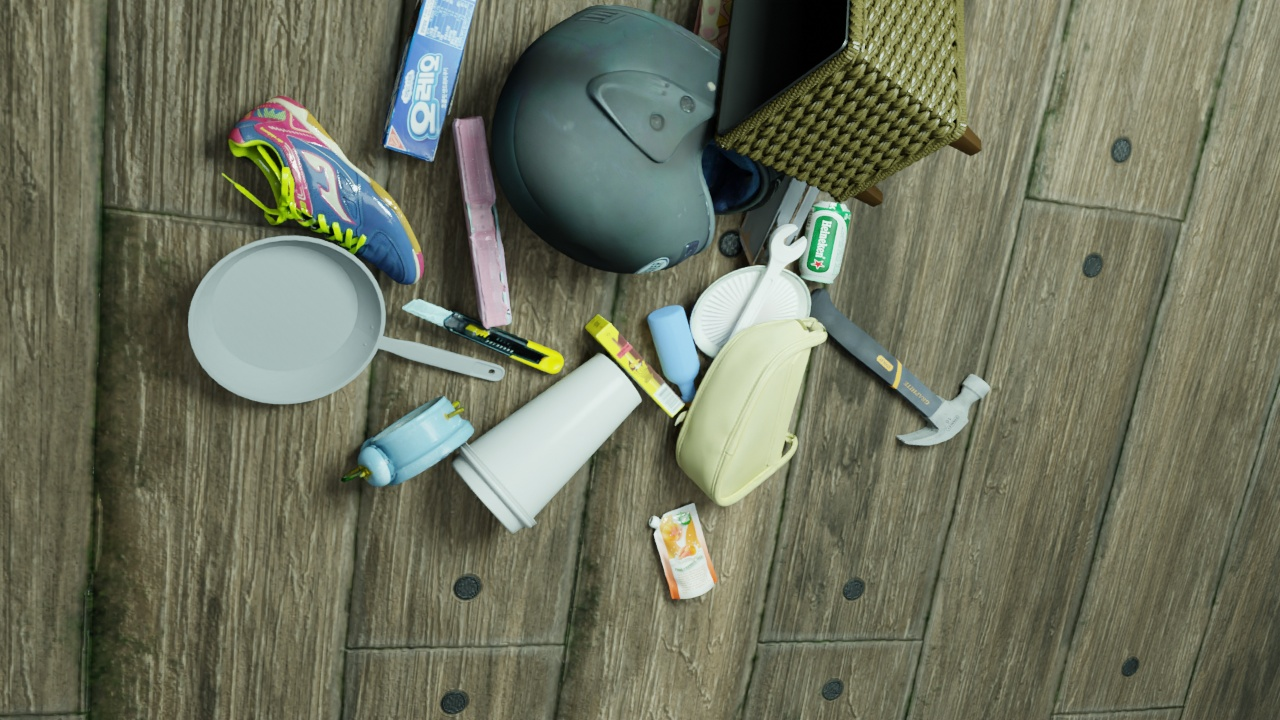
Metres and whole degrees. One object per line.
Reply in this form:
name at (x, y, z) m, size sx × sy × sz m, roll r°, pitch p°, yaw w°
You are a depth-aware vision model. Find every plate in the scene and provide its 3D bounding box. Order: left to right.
plate at (0.139, -0.059, 1.167) m, size 0.157 × 0.014 × 0.157 m, roll -6°, pitch 132°, yaw -7°

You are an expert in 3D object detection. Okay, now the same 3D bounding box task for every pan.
pan at (-0.320, -0.029, 1.044) m, size 0.356 × 0.051 × 0.201 m, roll 14°, pitch 111°, yaw -35°

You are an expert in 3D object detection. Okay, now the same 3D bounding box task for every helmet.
helmet at (-0.008, -0.209, 0.985) m, size 0.316 × 0.250 × 0.235 m, roll 28°, pitch 72°, yaw -16°

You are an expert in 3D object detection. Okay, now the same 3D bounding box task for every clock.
clock at (-0.270, 0.101, 1.063) m, size 0.162 × 0.118 × 0.060 m, roll -33°, pitch 99°, yaw -14°

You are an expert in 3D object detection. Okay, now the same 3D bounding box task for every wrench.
wrench at (0.132, -0.050, 1.147) m, size 0.047 × 0.009 × 0.274 m, roll 11°, pitch 123°, yaw -24°

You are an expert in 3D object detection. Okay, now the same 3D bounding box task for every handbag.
handbag at (0.142, 0.058, 1.171) m, size 0.190 × 0.088 × 0.233 m, roll -16°, pitch 128°, yaw -40°

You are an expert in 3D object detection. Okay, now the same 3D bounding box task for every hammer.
hammer at (0.342, 0.003, 1.267) m, size 0.312 × 0.035 × 0.139 m, roll 38°, pitch 93°, yaw -21°

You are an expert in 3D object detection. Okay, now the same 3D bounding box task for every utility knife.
utility knife at (-0.182, -0.029, 1.084) m, size 0.213 × 0.020 × 0.029 m, roll 23°, pitch 96°, yaw -32°

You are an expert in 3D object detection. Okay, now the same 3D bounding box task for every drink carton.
drink carton at (0.058, 0.259, 1.249) m, size 0.069 × 0.039 × 0.122 m, roll -19°, pitch 102°, yaw -12°

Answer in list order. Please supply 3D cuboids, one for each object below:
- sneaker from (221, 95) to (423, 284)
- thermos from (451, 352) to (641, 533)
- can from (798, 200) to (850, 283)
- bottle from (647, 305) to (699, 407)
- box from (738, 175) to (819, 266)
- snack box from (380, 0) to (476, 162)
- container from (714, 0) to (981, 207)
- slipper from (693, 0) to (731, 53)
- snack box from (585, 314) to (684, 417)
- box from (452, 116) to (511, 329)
sneaker at (-0.339, -0.162, 0.988) m, size 0.242 × 0.116 × 0.090 m, roll 49°, pitch 58°, yaw -18°
thermos at (-0.108, 0.093, 1.111) m, size 0.221 × 0.131 × 0.131 m, roll -41°, pitch 112°, yaw -12°
can at (0.237, -0.153, 1.183) m, size 0.053 × 0.053 × 0.101 m, roll 6°, pitch 102°, yaw -18°
bottle at (0.049, -0.002, 1.167) m, size 0.048 × 0.048 × 0.131 m, roll -21°, pitch 109°, yaw -11°
box at (0.178, -0.208, 1.089) m, size 0.062 × 0.081 × 0.217 m, roll 5°, pitch 136°, yaw -15°
snack box at (-0.225, -0.334, 0.995) m, size 0.059 × 0.059 × 0.226 m, roll 13°, pitch 100°, yaw -24°
container at (0.220, -0.330, 0.920) m, size 0.205 × 0.177 × 0.320 m, roll 24°, pitch 60°, yaw -29°
slipper at (0.090, -0.384, 1.069) m, size 0.197 × 0.093 × 0.081 m, roll -40°, pitch 91°, yaw -3°
snack box at (-0.007, 0.007, 1.146) m, size 0.025 × 0.061 × 0.149 m, roll -44°, pitch 112°, yaw -3°
box at (-0.179, -0.157, 1.037) m, size 0.037 × 0.098 × 0.233 m, roll -9°, pitch 105°, yaw -10°
